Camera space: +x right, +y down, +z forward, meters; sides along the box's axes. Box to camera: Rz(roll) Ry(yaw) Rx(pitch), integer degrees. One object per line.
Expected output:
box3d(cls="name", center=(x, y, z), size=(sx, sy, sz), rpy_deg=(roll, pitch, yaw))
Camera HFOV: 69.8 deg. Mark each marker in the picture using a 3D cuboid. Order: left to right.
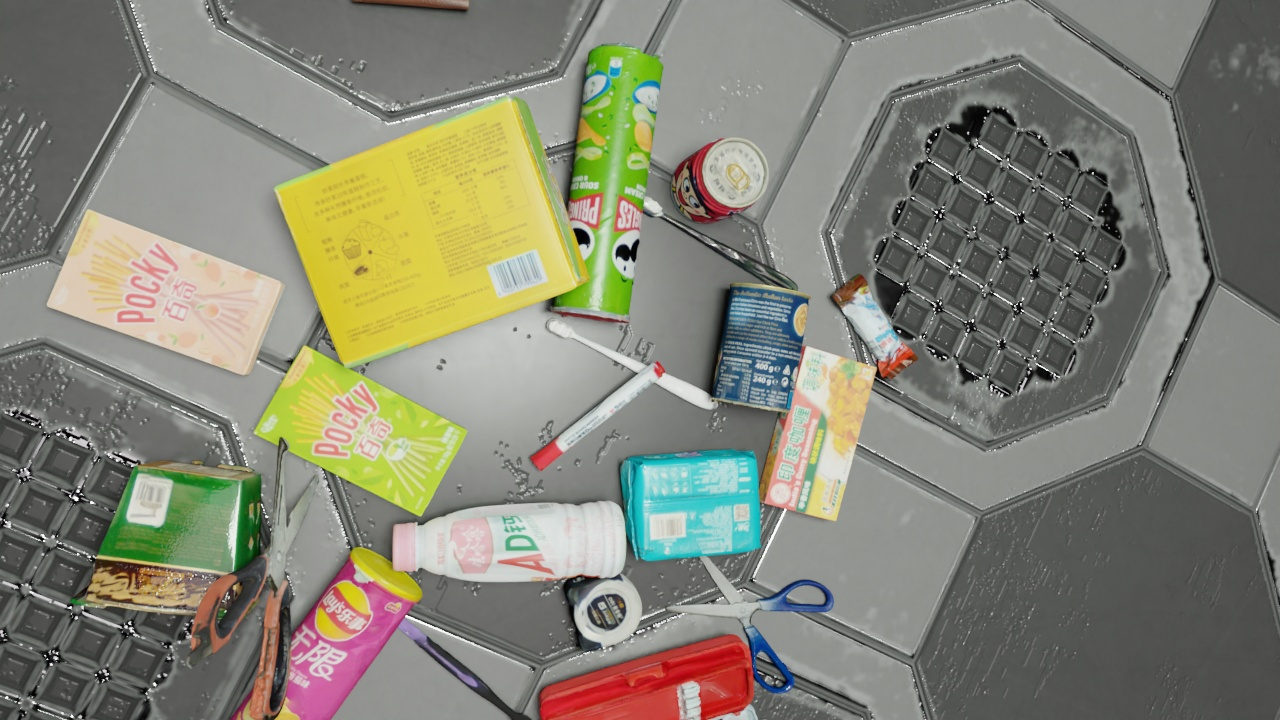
box3d(cls="marker", center=(-0.038, 0.050, 0.832), size=(0.145, 0.017, 0.017), rpy_deg=(-38, 100, -4))

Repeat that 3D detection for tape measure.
box3d(cls="tape measure", center=(-0.033, 0.226, 0.838), size=(0.066, 0.033, 0.066), rpy_deg=(-13, 96, -11))

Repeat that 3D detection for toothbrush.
box3d(cls="toothbrush", center=(-0.159, 0.280, 0.822), size=(0.189, 0.017, 0.014), rpy_deg=(42, 73, -8))
box3d(cls="toothbrush", center=(-0.005, 0.005, 0.847), size=(0.180, 0.016, 0.016), rpy_deg=(27, 92, -14))
box3d(cls="toothbrush", center=(0.074, -0.108, 0.864), size=(0.181, 0.018, 0.015), rpy_deg=(28, 82, -14))

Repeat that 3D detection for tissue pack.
box3d(cls="tissue pack", center=(0.050, 0.132, 0.847), size=(0.133, 0.050, 0.093), rpy_deg=(-2, 90, -14))

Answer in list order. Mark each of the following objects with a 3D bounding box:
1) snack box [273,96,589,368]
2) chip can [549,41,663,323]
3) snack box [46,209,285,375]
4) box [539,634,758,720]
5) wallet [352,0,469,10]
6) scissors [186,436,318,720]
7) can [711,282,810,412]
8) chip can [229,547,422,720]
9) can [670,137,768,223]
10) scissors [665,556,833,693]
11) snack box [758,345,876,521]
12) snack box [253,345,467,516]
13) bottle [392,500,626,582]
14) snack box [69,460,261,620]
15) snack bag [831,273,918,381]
box3d(cls="snack box", center=(-0.165, -0.102, 0.744), size=(0.210, 0.070, 0.157), rpy_deg=(-19, 96, 9))
box3d(cls="chip can", center=(-0.029, -0.153, 0.809), size=(0.072, 0.072, 0.236), rpy_deg=(8, 89, -14))
box3d(cls="snack box", center=(-0.383, -0.053, 0.747), size=(0.157, 0.026, 0.084), rpy_deg=(21, 87, -14))
box3d(cls="box", center=(0.014, 0.347, 0.853), size=(0.201, 0.039, 0.158), rpy_deg=(-12, 110, -12))
box3d(cls="wallet", center=(-0.197, -0.364, 0.782), size=(0.101, 0.032, 0.124), rpy_deg=(-2, 93, -16))
box3d(cls="scissors", center=(-0.284, 0.172, 0.702), size=(0.015, 0.225, 0.189), rpy_deg=(0, 114, 5))
box3d(cls="can", center=(0.110, -0.010, 0.844), size=(0.075, 0.075, 0.111), rpy_deg=(10, 89, -14))
box3d(cls="chip can", center=(-0.272, 0.262, 0.761), size=(0.071, 0.071, 0.210), rpy_deg=(37, 83, -12))
box3d(cls="can", center=(0.070, -0.160, 0.820), size=(0.066, 0.094, 0.066), rpy_deg=(0, 91, -14))
box3d(cls="scissors", center=(0.111, 0.248, 0.885), size=(0.162, 0.012, 0.174), rpy_deg=(-18, 95, -11))
box3d(cls="snack box", center=(0.170, 0.070, 0.886), size=(0.077, 0.027, 0.155), rpy_deg=(16, 88, -13))
box3d(cls="snack box", center=(-0.237, 0.061, 0.787), size=(0.156, 0.026, 0.085), rpy_deg=(30, 84, -12))
box3d(cls="bottle", center=(-0.114, 0.158, 0.799), size=(0.196, 0.068, 0.068), rpy_deg=(1, 91, -12))
box3d(cls="snack box", center=(-0.354, 0.135, 0.716), size=(0.118, 0.118, 0.105), rpy_deg=(9, 85, -12))
box3d(cls="snack bag", center=(0.229, -0.032, 0.898), size=(0.048, 0.026, 0.104), rpy_deg=(-36, 100, -22))
